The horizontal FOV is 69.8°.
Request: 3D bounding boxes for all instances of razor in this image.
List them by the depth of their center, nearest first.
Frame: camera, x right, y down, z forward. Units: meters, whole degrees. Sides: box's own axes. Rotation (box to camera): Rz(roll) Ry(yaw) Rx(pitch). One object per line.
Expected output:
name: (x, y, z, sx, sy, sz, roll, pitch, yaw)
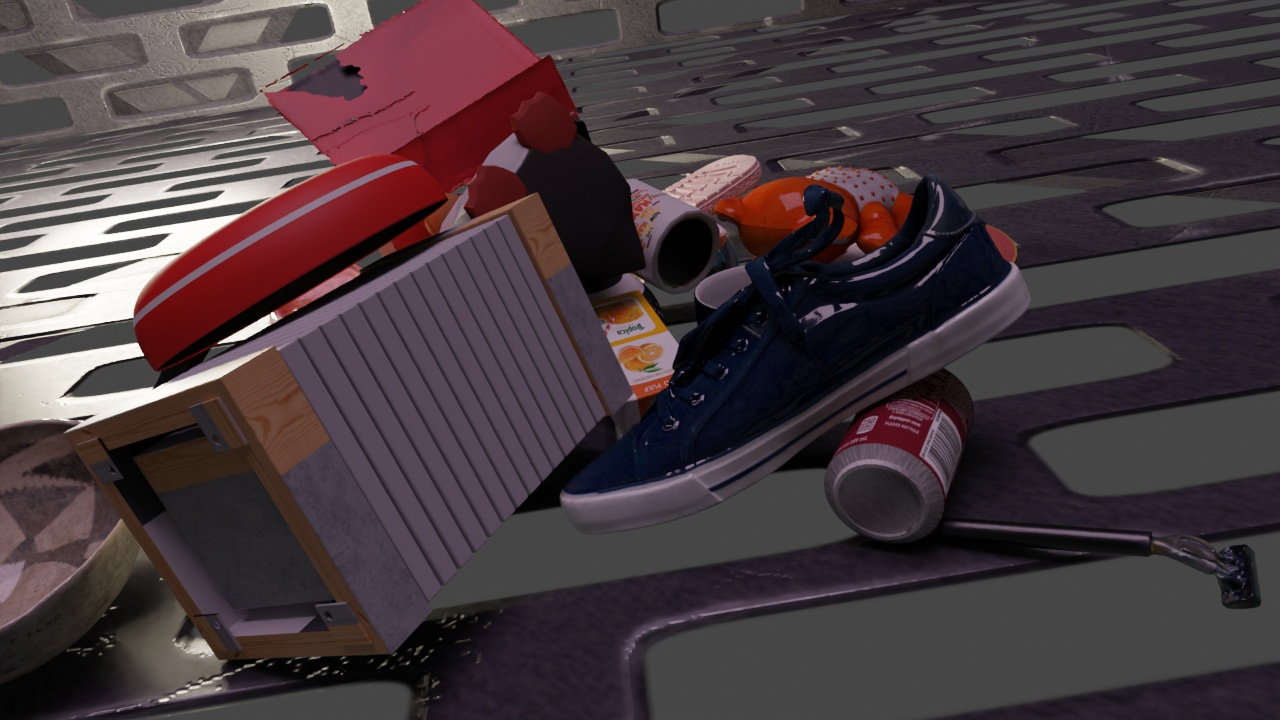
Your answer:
razor: (0.224, 0.092, 0.459, 0.144, 0.022, 0.042, 5, 28, 26)

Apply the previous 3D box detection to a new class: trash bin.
trash bin: (-0.144, 0.029, 0.523, 0.143, 0.142, 0.246, -14, 19, 34)

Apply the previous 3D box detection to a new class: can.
can: (0.150, 0.049, 0.523, 0.063, 0.063, 0.113, 6, 29, 27)

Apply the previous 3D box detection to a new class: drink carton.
drink carton: (-0.004, 0.004, 0.661, 0.058, 0.040, 0.122, -17, 41, -15)

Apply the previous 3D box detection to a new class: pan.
pan: (-0.281, -0.033, 0.620, 0.357, 0.067, 0.208, -26, 13, 26)

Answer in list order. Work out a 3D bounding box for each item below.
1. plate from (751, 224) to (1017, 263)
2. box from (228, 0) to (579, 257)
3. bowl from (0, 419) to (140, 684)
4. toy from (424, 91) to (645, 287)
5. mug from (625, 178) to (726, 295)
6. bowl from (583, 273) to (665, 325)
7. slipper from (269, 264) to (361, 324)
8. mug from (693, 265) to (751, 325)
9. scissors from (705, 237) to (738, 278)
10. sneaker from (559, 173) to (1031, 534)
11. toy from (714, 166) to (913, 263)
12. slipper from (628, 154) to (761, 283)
plate: (0.216, -0.088, 0.830, 0.230, 0.021, 0.229, -7, 26, 3)
box: (-0.168, -0.197, 0.801, 0.210, 0.318, 0.121, -40, 26, -23)
bowl: (-0.358, 0.118, 0.515, 0.178, 0.081, 0.178, -5, 41, 4)
toy: (-0.092, -0.094, 0.718, 0.184, 0.140, 0.158, -17, 41, 56)
mug: (0.023, -0.110, 0.799, 0.105, 0.074, 0.089, -14, 34, -36)
bowl: (-0.042, -0.043, 0.768, 0.120, 0.066, 0.120, -7, 26, 3)
slipper: (-0.314, -0.060, 0.894, 0.106, 0.056, 0.221, -15, 21, -12)
mug: (0.089, -0.015, 0.638, 0.085, 0.094, 0.121, 1, 27, 19)
scissors: (0.071, -0.087, 0.835, 0.148, 0.019, 0.122, 49, 27, 17)
sneaker: (0.065, -0.010, 0.522, 0.295, 0.127, 0.120, -33, 10, 5)
toy: (0.153, -0.116, 0.789, 0.164, 0.093, 0.172, 18, 24, 39)
slipper: (0.031, -0.128, 0.925, 0.238, 0.064, 0.094, -37, 32, -22)
